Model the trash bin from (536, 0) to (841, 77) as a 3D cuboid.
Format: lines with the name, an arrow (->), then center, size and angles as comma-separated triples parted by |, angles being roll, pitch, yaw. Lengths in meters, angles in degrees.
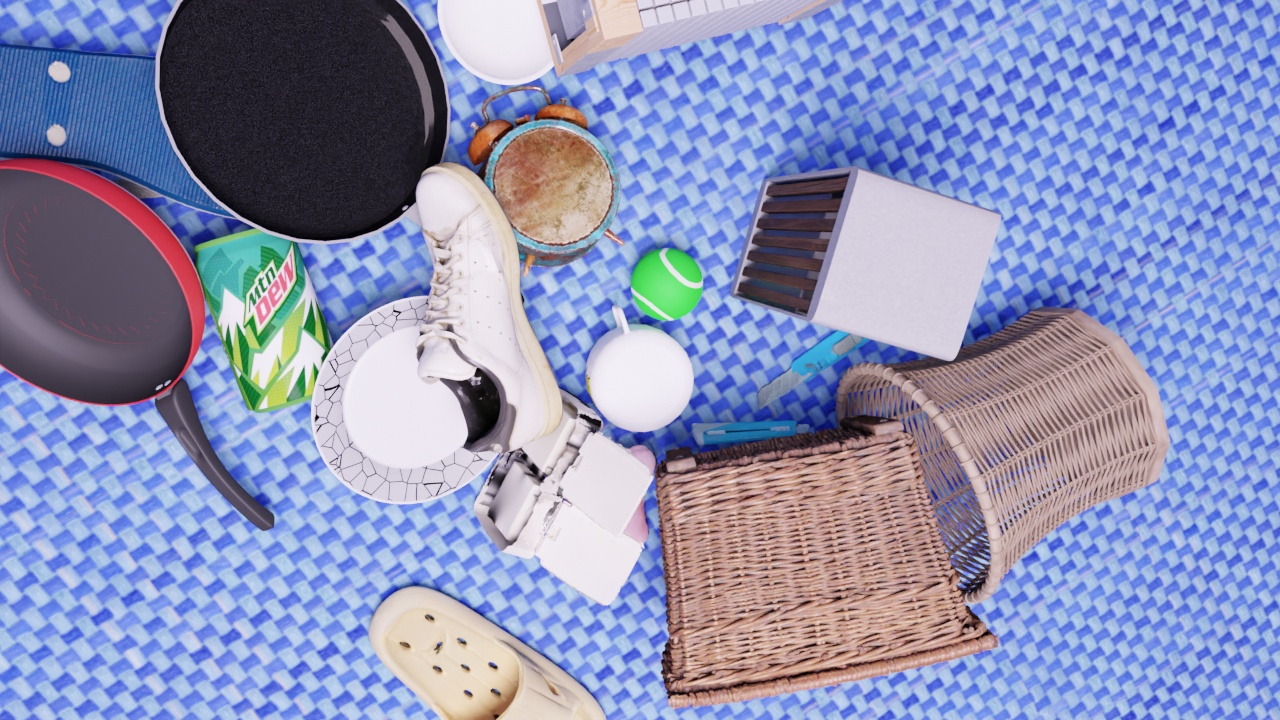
trash bin -> 0.045, -0.337, 0.729 | 0.246, 0.142, 0.142 | -19, 102, -16

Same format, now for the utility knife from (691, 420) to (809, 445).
utility knife -> 0.108, 0.067, 0.890 | 0.117, 0.015, 0.022 | -4, 74, -10

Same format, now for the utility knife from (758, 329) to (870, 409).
utility knife -> 0.193, -0.012, 0.892 | 0.196, 0.015, 0.031 | -34, 98, -1

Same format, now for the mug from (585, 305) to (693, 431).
mug -> -0.005, 0.005, 0.833 | 0.094, 0.068, 0.115 | -19, 102, -6

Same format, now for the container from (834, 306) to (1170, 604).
container -> 0.321, 0.072, 0.829 | 0.196, 0.227, 0.227 | -23, 102, -13

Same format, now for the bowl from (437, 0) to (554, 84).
bowl -> -0.119, -0.287, 0.779 | 0.109, 0.040, 0.110 | -2, 97, -18

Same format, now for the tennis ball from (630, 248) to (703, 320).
tennis ball -> 0.024, -0.069, 0.828 | 0.065, 0.065, 0.065 | -1, 99, -9

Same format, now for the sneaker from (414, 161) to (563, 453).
sneaker -> -0.145, -0.033, 0.738 | 0.102, 0.089, 0.241 | -31, 108, -43

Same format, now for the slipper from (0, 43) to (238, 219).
slipper -> -0.409, -0.188, 0.741 | 0.294, 0.060, 0.118 | 8, 94, -15

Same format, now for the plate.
plate -> -0.194, 0.034, 0.806 | 0.188, 0.016, 0.189 | -12, 112, -31

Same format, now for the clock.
clock -> -0.087, -0.158, 0.790 | 0.121, 0.073, 0.157 | -20, 90, -15

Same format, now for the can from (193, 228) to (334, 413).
can -> -0.311, -0.036, 0.768 | 0.083, 0.083, 0.144 | -17, 101, -7

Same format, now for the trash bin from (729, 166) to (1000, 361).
trash bin -> 0.173, -0.084, 0.766 | 0.114, 0.229, 0.114 | 15, 96, -12

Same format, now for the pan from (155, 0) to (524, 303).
pan -> -0.224, -0.164, 0.764 | 0.356, 0.034, 0.225 | 47, 69, -28

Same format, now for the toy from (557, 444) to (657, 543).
toy -> -0.031, 0.130, 0.858 | 0.093, 0.050, 0.102 | 0, 102, -12

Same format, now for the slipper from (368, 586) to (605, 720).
slipper -> -0.144, 0.316, 0.857 | 0.261, 0.079, 0.111 | 42, 93, -13

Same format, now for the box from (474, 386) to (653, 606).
box -> -0.067, 0.113, 0.795 | 0.065, 0.186, 0.145 | 23, 99, -52

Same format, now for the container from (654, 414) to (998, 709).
container -> 0.124, 0.151, 0.747 | 0.250, 0.162, 0.183 | -11, 88, 1

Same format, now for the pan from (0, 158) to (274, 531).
pan -> -0.409, -0.002, 0.748 | 0.209, 0.067, 0.356 | -22, 118, 20
